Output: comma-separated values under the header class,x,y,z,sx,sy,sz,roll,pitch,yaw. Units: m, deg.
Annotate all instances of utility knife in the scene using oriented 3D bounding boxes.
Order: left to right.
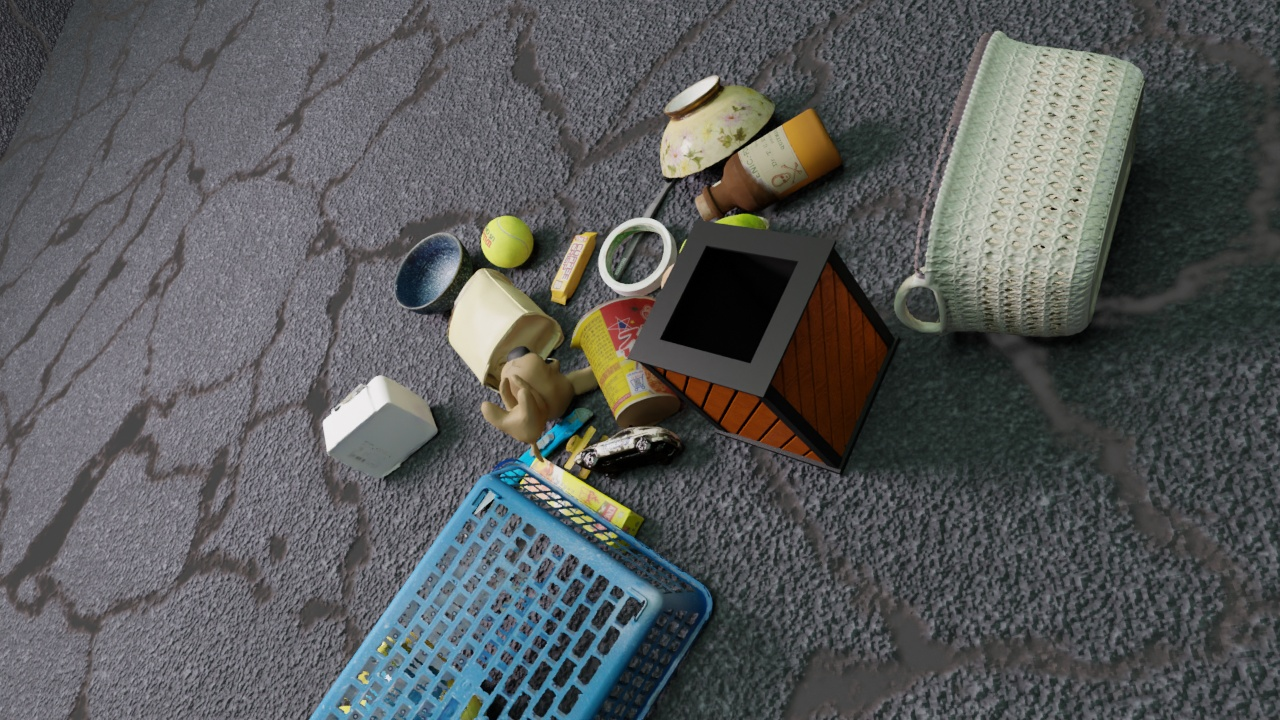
class,x,y,z,sx,sy,sz,roll,pitch,yaw
utility knife,-0.121,0.109,1.012,0.175,0.015,0.031,-44,34,6

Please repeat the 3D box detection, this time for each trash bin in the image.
class,x,y,z,sx,sy,sz,roll,pitch,yaw
trash bin,0.114,-0.011,0.813,0.140,0.171,0.139,16,74,39

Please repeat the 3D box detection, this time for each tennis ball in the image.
class,x,y,z,sx,sy,sz,roll,pitch,yaw
tennis ball,-0.168,-0.150,1.161,0.065,0.065,0.065,-17,56,26

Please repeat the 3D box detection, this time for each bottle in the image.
class,x,y,z,sx,sy,sz,roll,pitch,yaw
bottle,0.131,-0.200,0.982,0.157,0.068,0.067,-29,51,18

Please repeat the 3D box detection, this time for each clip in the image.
class,x,y,z,sx,sy,sz,roll,pitch,yaw
clip,-0.060,0.095,0.975,0.047,0.046,0.054,31,83,6

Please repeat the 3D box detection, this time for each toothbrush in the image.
class,x,y,z,sx,sy,sz,roll,pitch,yaw
toothbrush,0.007,-0.165,1.086,0.013,0.013,0.167,21,80,39

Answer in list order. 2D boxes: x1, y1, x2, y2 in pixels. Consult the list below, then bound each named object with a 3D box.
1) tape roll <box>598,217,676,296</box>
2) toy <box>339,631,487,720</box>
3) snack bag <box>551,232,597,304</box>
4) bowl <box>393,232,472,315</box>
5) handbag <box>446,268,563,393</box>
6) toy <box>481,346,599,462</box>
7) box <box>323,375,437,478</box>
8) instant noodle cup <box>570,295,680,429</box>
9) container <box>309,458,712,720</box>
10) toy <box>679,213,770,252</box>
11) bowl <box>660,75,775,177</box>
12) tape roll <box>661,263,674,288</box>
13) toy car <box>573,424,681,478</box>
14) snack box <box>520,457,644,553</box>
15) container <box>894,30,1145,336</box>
class,x,y,z,sx,sy,sz,roll,pitch,yaw
tape roll,-0.004,-0.119,1.053,0.094,0.018,0.093,-11,64,24
toy,-0.252,0.375,0.898,0.149,0.084,0.214,37,89,23
snack bag,-0.081,-0.114,1.110,0.026,0.020,0.099,14,73,38
bowl,-0.260,-0.105,1.202,0.115,0.060,0.114,-15,58,26
handbag,-0.168,-0.034,1.088,0.111,0.081,0.119,-54,49,6
toy,-0.115,0.041,0.985,0.134,0.106,0.108,-19,23,26
box,-0.324,0.068,1.118,0.107,0.102,0.095,-40,47,9
instant noodle cup,-0.005,0.006,0.947,0.100,0.100,0.112,-30,59,17
container,-0.137,0.285,0.803,0.257,0.089,0.361,31,79,20
toy,0.091,-0.127,0.954,0.092,0.117,0.043,-21,97,27
bowl,0.073,-0.273,1.031,0.145,0.063,0.145,-29,24,14
tape roll,0.069,-0.070,0.932,0.094,0.094,0.027,-19,55,25
toy car,-0.014,0.089,0.927,0.113,0.048,0.040,-18,60,25
snack box,-0.063,0.145,0.941,0.148,0.029,0.040,24,79,41
container,0.313,-0.137,0.752,0.143,0.185,0.251,12,71,29
